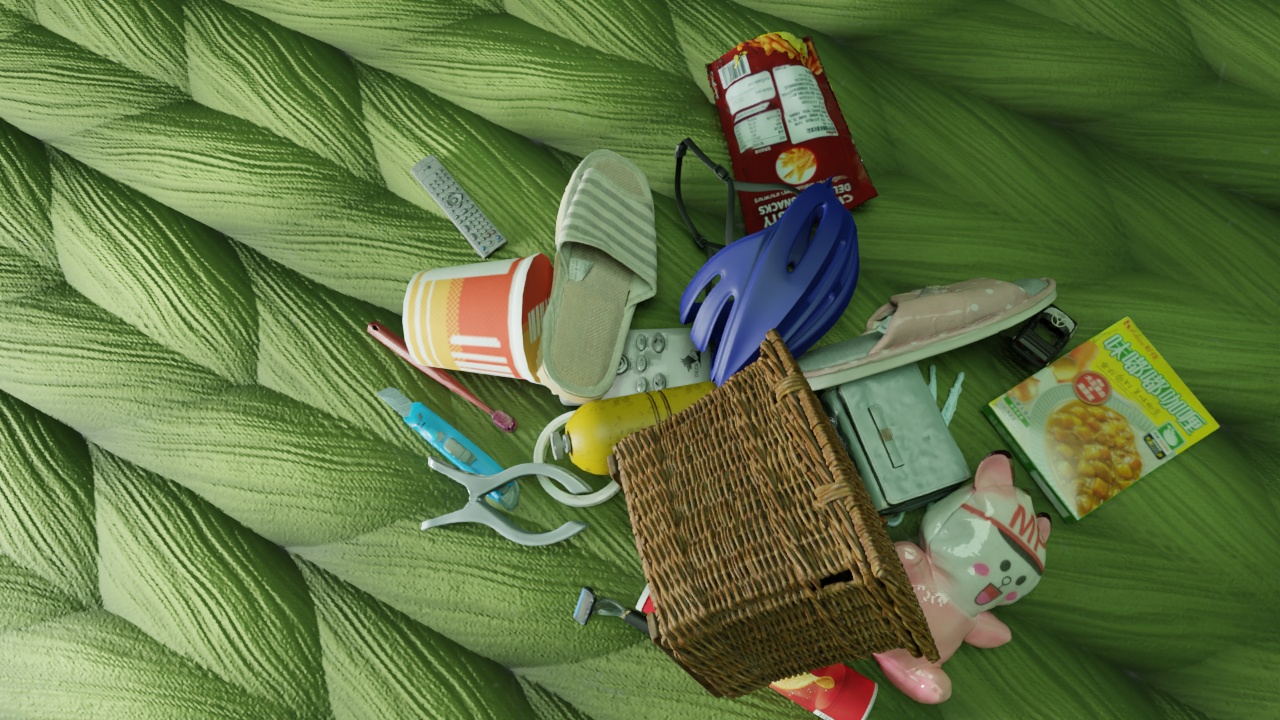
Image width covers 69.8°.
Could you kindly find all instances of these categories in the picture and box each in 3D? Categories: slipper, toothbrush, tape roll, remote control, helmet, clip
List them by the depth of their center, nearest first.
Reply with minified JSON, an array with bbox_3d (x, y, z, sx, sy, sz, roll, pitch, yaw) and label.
[{"bbox_3d":[-0.128,0.150,0.862,0.163,0.028,0.115,5,84,11],"label":"clip"},{"bbox_3d":[0.258,-0.036,0.867,0.274,0.114,0.054,-20,97,-1],"label":"slipper"},{"bbox_3d":[0.091,-0.102,0.870,0.228,0.148,0.241,38,70,10],"label":"helmet"},{"bbox_3d":[-0.056,0.095,0.889,0.094,0.018,0.093,-1,73,4],"label":"tape roll"},{"bbox_3d":[-0.039,-0.088,0.895,0.114,0.054,0.272,23,64,-30],"label":"slipper"},{"bbox_3d":[-0.005,0.005,0.912,0.151,0.019,0.074,-2,73,3],"label":"remote control"},{"bbox_3d":[-0.201,0.015,0.922,0.190,0.016,0.016,34,78,12],"label":"toothbrush"},{"bbox_3d":[-0.195,-0.165,0.978,0.033,0.013,0.136,-39,75,-9],"label":"remote control"}]

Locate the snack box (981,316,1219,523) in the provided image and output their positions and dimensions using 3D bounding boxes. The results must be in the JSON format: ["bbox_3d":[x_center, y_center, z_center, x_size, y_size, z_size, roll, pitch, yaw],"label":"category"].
[{"bbox_3d":[0.433,0.054,0.869,0.168,0.027,0.132,-31,74,-6],"label":"snack box"}]

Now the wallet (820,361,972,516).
[{"bbox_3d":[0.236,0.072,0.855,0.100,0.054,0.131,-23,70,2],"label":"wallet"}]

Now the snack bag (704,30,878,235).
[{"bbox_3d":[0.151,-0.237,0.958,0.139,0.066,0.207,-16,75,3],"label":"snack bag"}]

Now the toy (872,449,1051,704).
[{"bbox_3d":[0.274,0.187,0.802,0.142,0.084,0.213,44,84,-19],"label":"toy"}]

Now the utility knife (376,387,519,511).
[{"bbox_3d":[-0.189,0.082,0.903,0.185,0.015,0.031,36,75,14],"label":"utility knife"}]

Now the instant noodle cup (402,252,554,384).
[{"bbox_3d":[-0.153,-0.041,0.888,0.121,0.123,0.123,1,73,11],"label":"instant noodle cup"}]

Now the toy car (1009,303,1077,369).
[{"bbox_3d":[0.388,-0.026,0.877,0.040,0.037,0.092,43,47,15],"label":"toy car"}]

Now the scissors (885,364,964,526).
[{"bbox_3d":[0.269,0.081,0.877,0.093,0.032,0.174,8,69,8],"label":"scissors"}]

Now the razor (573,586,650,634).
[{"bbox_3d":[0.010,0.246,0.839,0.144,0.043,0.022,23,33,5],"label":"razor"}]

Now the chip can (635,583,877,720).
[{"bbox_3d":[0.101,0.252,0.814,0.215,0.052,0.051,28,76,11],"label":"chip can"}]

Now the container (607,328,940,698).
[{"bbox_3d":[0.094,0.135,0.745,0.183,0.162,0.249,-27,42,11],"label":"container"}]

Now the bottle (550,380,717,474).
[{"bbox_3d":[0.000,0.066,0.850,0.163,0.071,0.071,-9,72,-13],"label":"bottle"}]
